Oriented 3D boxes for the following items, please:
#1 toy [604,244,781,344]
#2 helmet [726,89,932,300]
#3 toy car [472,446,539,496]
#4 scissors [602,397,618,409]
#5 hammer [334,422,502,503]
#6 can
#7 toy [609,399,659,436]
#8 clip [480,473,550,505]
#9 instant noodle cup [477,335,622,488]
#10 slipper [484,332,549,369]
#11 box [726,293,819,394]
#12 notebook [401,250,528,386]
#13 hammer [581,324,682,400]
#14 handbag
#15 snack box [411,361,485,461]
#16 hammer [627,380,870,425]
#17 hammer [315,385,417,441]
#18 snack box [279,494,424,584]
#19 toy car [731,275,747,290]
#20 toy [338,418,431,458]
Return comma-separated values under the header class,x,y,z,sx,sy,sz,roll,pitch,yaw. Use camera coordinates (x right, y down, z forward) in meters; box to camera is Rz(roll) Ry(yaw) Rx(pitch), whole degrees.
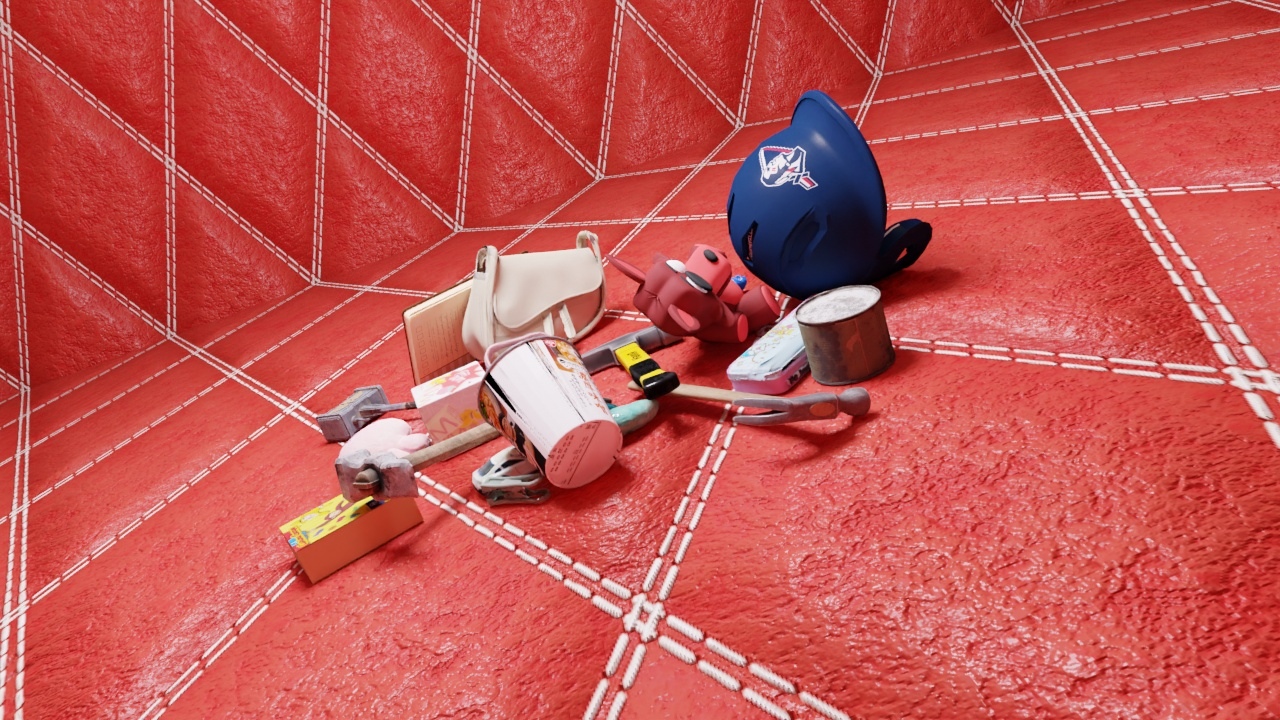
class,x,y,z,sx,sy,sz,roll,pitch,yaw
toy,0.066,-0.082,1.124,0.196,0.158,0.121,2,-51,-55
helmet,0.218,-0.199,1.145,0.222,0.273,0.232,-16,49,-15
toy car,-0.134,0.111,0.996,0.105,0.033,0.048,-25,18,-19
scissors,-0.092,0.055,1.045,0.138,0.019,0.136,19,20,20
hammer,-0.182,0.084,1.020,0.122,0.049,0.317,-5,11,37
can,0.214,-0.026,0.959,0.090,0.074,0.089,-18,20,7
toy,-0.026,0.067,1.014,0.105,0.033,0.085,-19,4,-4
clip,-0.127,0.132,0.937,0.076,0.044,0.023,-9,23,31
instant noodle cup,-0.085,0.059,0.936,0.123,0.124,0.122,-26,46,-18
slipper,-0.153,0.000,1.178,0.094,0.064,0.239,-13,11,-9
box,0.181,-0.024,1.048,0.076,0.033,0.213,-2,26,42
notebook,-0.253,-0.056,1.404,0.224,0.168,0.024,-31,54,-30
hammer,-0.006,0.006,1.100,0.170,0.034,0.324,-23,11,-5
handbag,-0.140,-0.090,1.361,0.228,0.184,0.132,-15,18,-40
snack box,-0.227,0.061,1.154,0.094,0.079,0.093,-23,19,-12
hammer,0.080,0.034,0.960,0.119,0.031,0.332,-5,7,-30
hammer,-0.310,0.062,1.296,0.323,0.044,0.098,-8,22,30
snack box,-0.308,0.175,0.979,0.125,0.040,0.088,-29,21,-25
toy car,0.115,-0.086,1.317,0.092,0.061,0.033,-7,-29,-14
toy,-0.319,0.112,1.160,0.105,0.053,0.108,8,29,26
